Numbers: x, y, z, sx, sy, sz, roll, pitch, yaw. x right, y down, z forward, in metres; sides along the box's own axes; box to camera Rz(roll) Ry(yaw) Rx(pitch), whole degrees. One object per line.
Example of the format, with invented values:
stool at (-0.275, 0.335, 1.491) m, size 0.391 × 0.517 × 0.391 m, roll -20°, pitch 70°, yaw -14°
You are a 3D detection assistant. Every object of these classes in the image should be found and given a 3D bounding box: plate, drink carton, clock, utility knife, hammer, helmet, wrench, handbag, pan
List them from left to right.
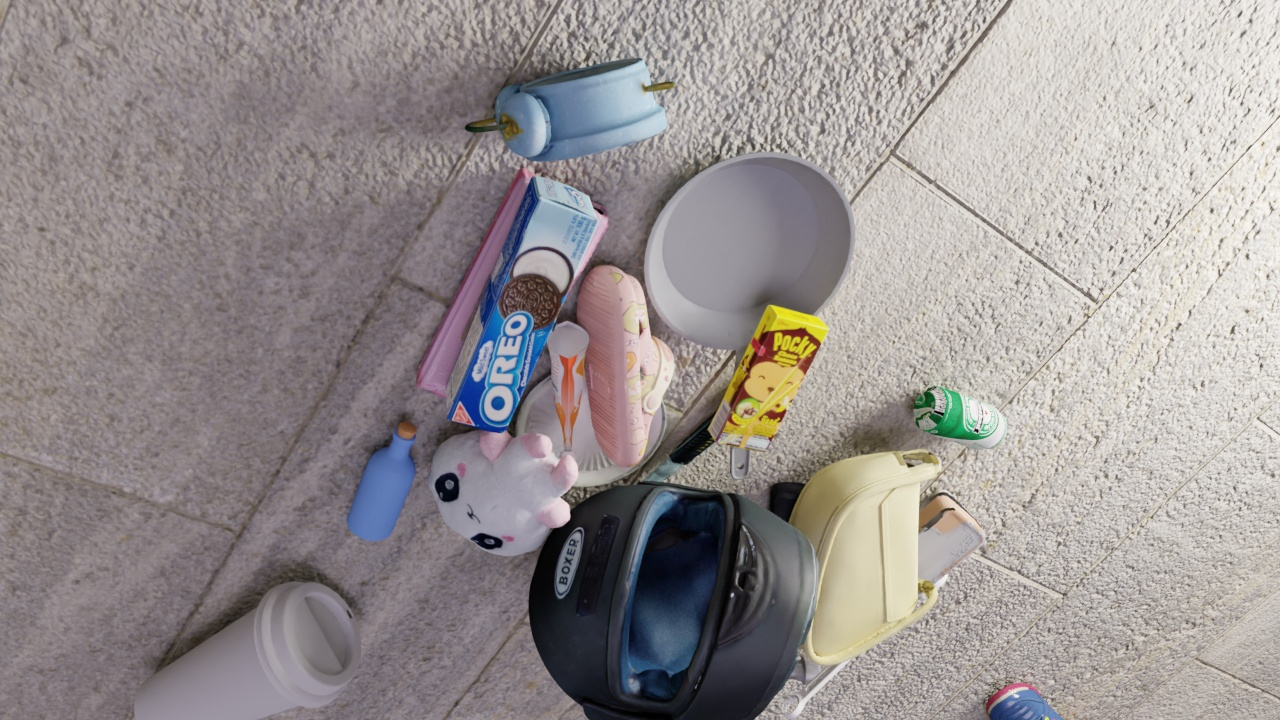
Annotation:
drink carton at (-0.069, 0.031, 0.866) m, size 0.039 × 0.069 × 0.122 m, roll -1°, pitch 125°, yaw -6°
clock at (-0.057, -0.193, 0.723) m, size 0.162 × 0.118 × 0.060 m, roll -17°, pitch 113°, yaw -10°
plate at (-0.051, 0.066, 0.946) m, size 0.157 × 0.014 × 0.157 m, roll -6°, pitch 123°, yaw -9°
helmet at (0.010, 0.236, 0.907) m, size 0.236 × 0.248 × 0.317 m, roll 18°, pitch 156°, yaw -4°
utility knife at (0.075, 0.074, 0.977) m, size 0.213 × 0.020 × 0.029 m, roll -42°, pitch 119°, yaw 13°
pan at (0.100, -0.035, 0.895) m, size 0.200 × 0.050 × 0.357 m, roll -6°, pitch 124°, yaw -9°
hammer at (0.169, 0.278, 1.114) m, size 0.139 × 0.035 × 0.313 m, roll 2°, pitch 120°, yaw -3°
handbag at (0.242, 0.214, 1.027) m, size 0.190 × 0.088 × 0.233 m, roll -11°, pitch 114°, yaw -12°
wrench at (0.278, 0.348, 1.144) m, size 0.273 × 0.047 × 0.009 m, roll -42°, pitch 104°, yaw -4°

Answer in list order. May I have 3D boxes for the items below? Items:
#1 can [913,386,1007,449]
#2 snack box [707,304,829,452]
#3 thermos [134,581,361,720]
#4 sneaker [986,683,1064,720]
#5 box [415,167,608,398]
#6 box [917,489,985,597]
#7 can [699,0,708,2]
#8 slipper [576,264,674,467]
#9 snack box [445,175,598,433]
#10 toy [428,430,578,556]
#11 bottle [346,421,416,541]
can at (0.352, 0.064, 1.014) m, size 0.101 × 0.053 × 0.053 m, roll 18°, pitch 116°, yaw -22°
snack box at (0.123, 0.020, 0.896) m, size 0.061 × 0.025 × 0.149 m, roll 12°, pitch 117°, yaw -22°
thermos at (-0.419, 0.330, 0.970) m, size 0.222 × 0.131 × 0.131 m, roll -28°, pitch 124°, yaw 14°
sneaker at (0.607, 0.556, 1.359) m, size 0.241 × 0.091 × 0.116 m, roll 37°, pitch 110°, yaw -29°
box at (-0.121, -0.057, 0.843) m, size 0.098 × 0.037 × 0.233 m, roll 22°, pitch 114°, yaw -19°
box at (0.312, 0.252, 1.109) m, size 0.081 × 0.062 × 0.217 m, roll 41°, pitch 107°, yaw -14°
can at (0.013, -0.337, 0.668) m, size 0.146 × 0.079 × 0.079 m, roll 32°, pitch 110°, yaw -28°
slipper at (-0.005, 0.005, 0.866) m, size 0.081 × 0.093 × 0.197 m, roll -13°, pitch 111°, yaw -25°
snack box at (-0.107, -0.044, 0.798) m, size 0.059 × 0.059 × 0.227 m, roll 18°, pitch 115°, yaw -22°
toy at (-0.126, 0.119, 0.886) m, size 0.180 × 0.101 × 0.139 m, roll -30°, pitch 98°, yaw 46°
bottle at (-0.251, 0.117, 0.912) m, size 0.048 × 0.048 × 0.131 m, roll 16°, pitch 117°, yaw -22°
